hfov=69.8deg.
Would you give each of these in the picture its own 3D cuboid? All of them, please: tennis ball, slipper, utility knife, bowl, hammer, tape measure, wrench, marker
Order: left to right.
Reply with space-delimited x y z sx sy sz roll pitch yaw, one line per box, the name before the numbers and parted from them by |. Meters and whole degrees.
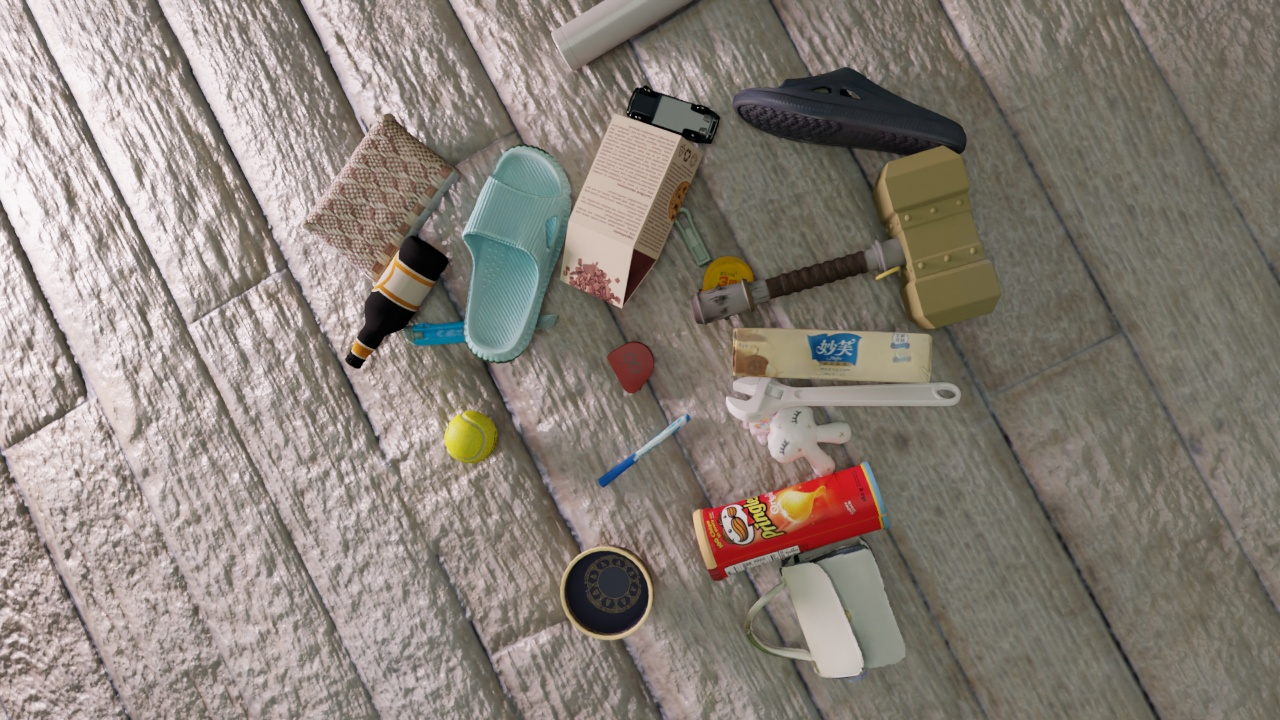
tennis ball | -0.212 0.096 1.147 0.065 0.065 0.065 0 91 9
utility knife | -0.205 -0.041 1.169 0.207 0.015 0.031 -7 95 7
slipper | -0.158 -0.132 1.126 0.116 0.069 0.276 13 89 4
bowl | -0.037 0.278 1.127 0.112 0.061 0.112 0 92 9
tape measure | -0.007 0.007 1.137 0.051 0.019 0.059 -29 94 6
marker | 0.005 0.112 1.142 0.142 0.013 0.013 -38 86 7
tape measure | 0.105 -0.097 1.110 0.068 0.030 0.059 3 92 4
hammer | 0.216 -0.103 1.052 0.325 0.100 0.190 -16 89 7
wrench | 0.239 0.042 1.086 0.273 0.066 0.018 -1 134 5
slipper | 0.241 -0.294 1.047 0.268 0.110 0.083 12 90 5

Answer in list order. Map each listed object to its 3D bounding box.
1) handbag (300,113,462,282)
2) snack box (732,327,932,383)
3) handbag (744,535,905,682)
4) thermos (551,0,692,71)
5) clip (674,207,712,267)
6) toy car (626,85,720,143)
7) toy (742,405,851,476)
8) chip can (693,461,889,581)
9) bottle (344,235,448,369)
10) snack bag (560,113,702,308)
handbag | -0.329 -0.206 1.168 0.124 0.047 0.186 38 97 -2
snack box | 0.210 -0.007 1.035 0.207 0.153 0.055 2 92 9
handbag | 0.208 0.303 1.084 0.176 0.074 0.151 -19 89 9
thermos | 0.001 -0.429 1.106 0.224 0.052 0.052 -28 87 8
clip | 0.063 -0.150 1.117 0.023 0.043 0.076 -27 87 6
toy car | 0.040 -0.297 1.113 0.112 0.034 0.046 20 95 7
toy | 0.185 0.088 1.100 0.125 0.037 0.076 23 91 3
chip can | 0.176 0.189 1.080 0.213 0.087 0.087 -18 89 8
bottle | -0.316 -0.068 1.162 0.059 0.059 0.182 36 96 6
snack bag | -0.019 -0.174 1.094 0.094 0.069 0.206 26 95 26
